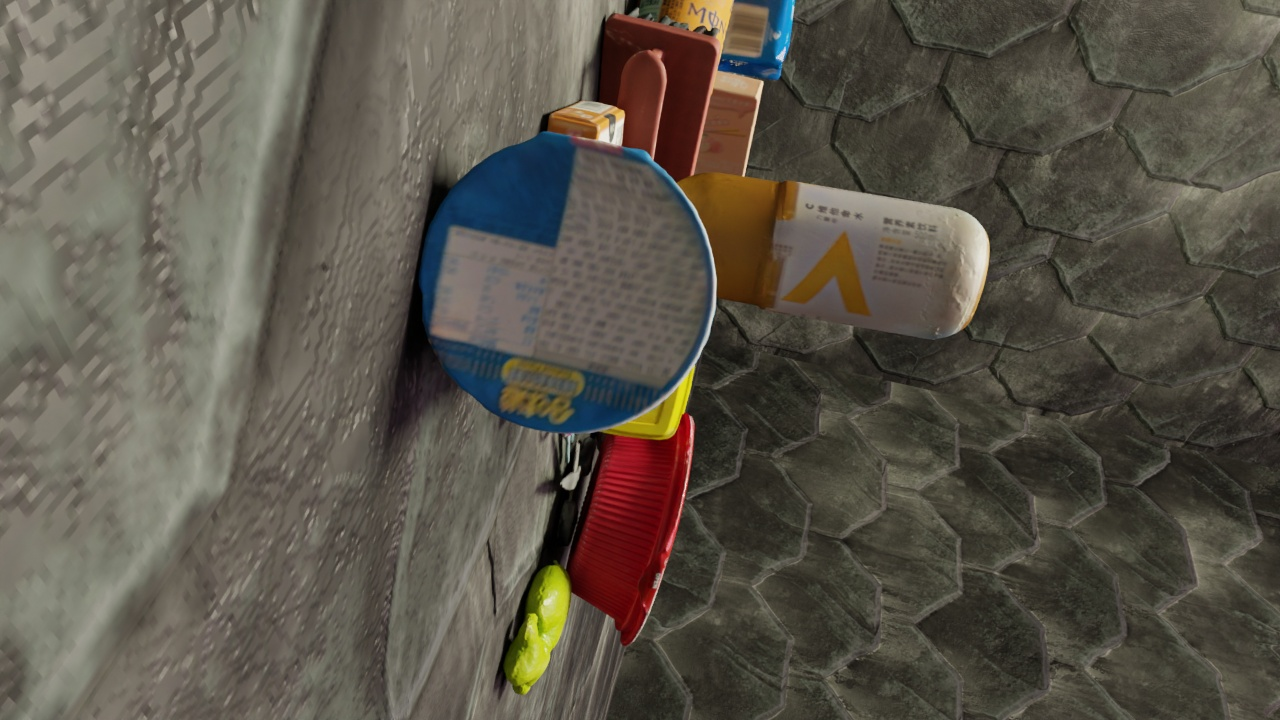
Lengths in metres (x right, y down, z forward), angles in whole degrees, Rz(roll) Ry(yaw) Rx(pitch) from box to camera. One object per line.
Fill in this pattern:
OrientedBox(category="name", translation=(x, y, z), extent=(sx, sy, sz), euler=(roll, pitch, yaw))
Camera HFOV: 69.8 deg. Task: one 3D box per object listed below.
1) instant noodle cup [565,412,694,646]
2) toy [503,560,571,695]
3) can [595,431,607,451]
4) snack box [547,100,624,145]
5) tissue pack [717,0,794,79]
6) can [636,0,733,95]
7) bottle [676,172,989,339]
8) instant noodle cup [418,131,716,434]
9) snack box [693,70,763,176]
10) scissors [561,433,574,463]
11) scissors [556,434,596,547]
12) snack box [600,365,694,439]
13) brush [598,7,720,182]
OrientedBox(category="instant noodle cup", translation=(-0.014, 0.128, 0.745), extent=(0.194, 0.066, 0.194), euler=(-165, -88, -85))
OrientedBox(category="toy", translation=(-0.072, 0.191, 0.667), extent=(0.097, 0.031, 0.100), euler=(90, 15, -60))
OrientedBox(category="can", translation=(-0.004, 0.020, 0.810), extent=(0.057, 0.058, 0.147), euler=(-68, 170, -57))
OrientedBox(category="snack box", translation=(-0.037, -0.050, 0.468), extent=(0.075, 0.026, 0.154), euler=(-65, 167, -68))
OrientedBox(category="tissue pack", translation=(0.070, -0.283, 0.665), extent=(0.052, 0.095, 0.157), euler=(-72, 171, -48))
OrientedBox(category="can", translation=(0.031, -0.235, 0.565), extent=(0.058, 0.058, 0.146), euler=(52, 51, -83))
OrientedBox(category="bottle", translation=(0.077, -0.058, 0.476), extent=(0.068, 0.189, 0.068), euler=(13, 88, -85))
OrientedBox(category="instant noodle cup", translation=(-0.023, -0.031, 0.352), extent=(0.110, 0.099, 0.099), euler=(-85, -173, -83))
OrientedBox(category="snack box", translation=(0.041, -0.155, 0.723), extent=(0.158, 0.084, 0.026), euler=(97, 12, -48))
OrientedBox(category="scissors", translation=(-0.047, 0.029, 0.642), extent=(0.138, 0.017, 0.077), euler=(100, -3, -71))
OrientedBox(category="scissors", translation=(-0.051, 0.090, 0.698), extent=(0.170, 0.014, 0.160), euler=(-70, 173, -62))
OrientedBox(category="snack box", translation=(-0.004, 0.004, 0.705), extent=(0.080, 0.082, 0.091), euler=(-98, -162, -67))
OrientedBox(category="brush", translation=(0.002, -0.121, 0.530), extent=(0.146, 0.063, 0.069), euler=(100, 10, -45))
